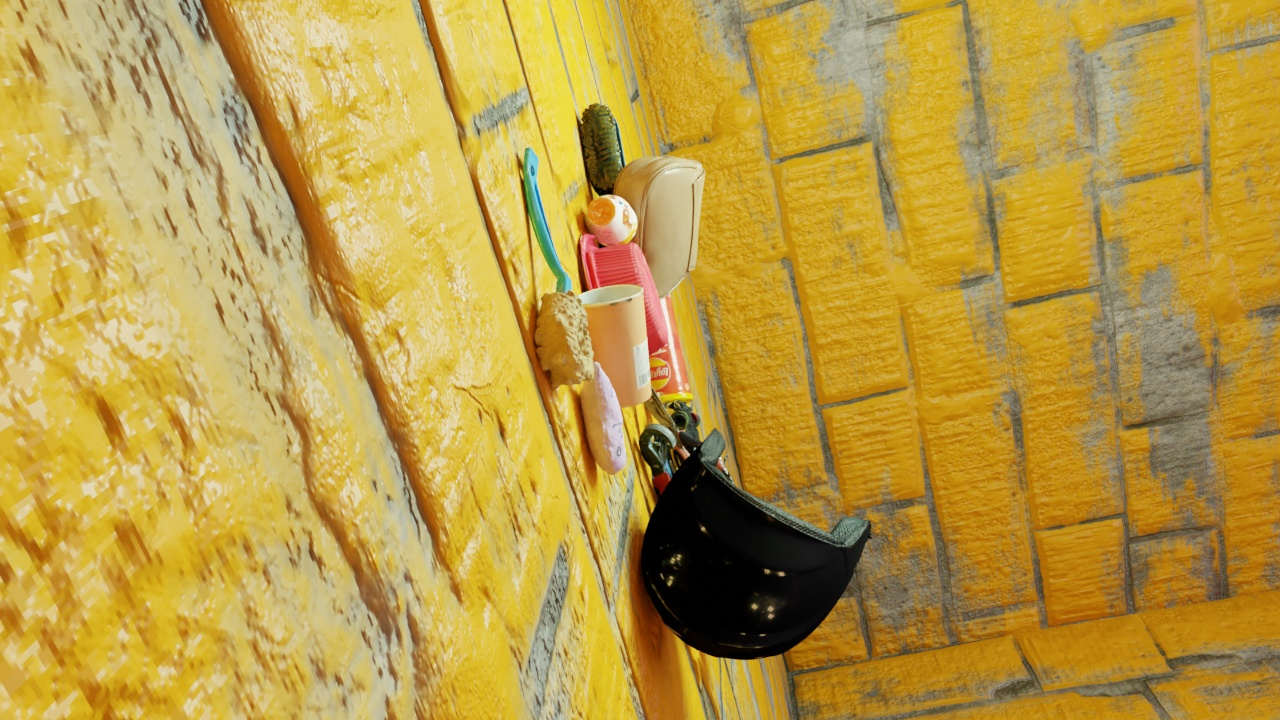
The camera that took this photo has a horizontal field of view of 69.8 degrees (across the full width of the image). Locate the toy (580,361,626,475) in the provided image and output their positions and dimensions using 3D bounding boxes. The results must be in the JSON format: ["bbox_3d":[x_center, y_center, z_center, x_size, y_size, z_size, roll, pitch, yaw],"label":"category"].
[{"bbox_3d":[-0.037,0.062,0.916,0.084,0.039,0.108,83,-5,-78],"label":"toy"}]

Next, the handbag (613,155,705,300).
[{"bbox_3d":[0.020,-0.193,1.306,0.147,0.100,0.205,-27,134,-39],"label":"handbag"}]

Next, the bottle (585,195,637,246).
[{"bbox_3d":[-0.040,-0.182,1.180,0.108,0.063,0.063,11,67,-82],"label":"bottle"}]

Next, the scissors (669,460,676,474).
[{"bbox_3d":[0.078,0.222,1.278,0.136,0.014,0.175,53,-20,45],"label":"scissors"}]

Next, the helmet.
[{"bbox_3d":[0.114,0.228,1.056,0.229,0.233,0.275,-53,163,-17],"label":"helmet"}]

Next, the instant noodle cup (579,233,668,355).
[{"bbox_3d":[-0.014,-0.074,1.145,0.193,0.066,0.194,-16,89,-83],"label":"instant noodle cup"}]

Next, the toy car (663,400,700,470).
[{"bbox_3d":[0.068,0.132,1.316,0.071,0.041,0.155,10,65,-70],"label":"toy car"}]

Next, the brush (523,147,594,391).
[{"bbox_3d":[-0.083,-0.087,0.844,0.083,0.046,0.254,51,24,-65],"label":"brush"}]

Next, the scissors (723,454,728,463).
[{"bbox_3d":[0.101,0.213,1.386,0.162,0.012,0.173,-74,-176,-74],"label":"scissors"}]

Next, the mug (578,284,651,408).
[{"bbox_3d":[-0.025,-0.014,1.000,0.078,0.078,0.123,-78,158,-72],"label":"mug"}]

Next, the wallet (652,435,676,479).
[{"bbox_3d":[0.050,0.183,1.345,0.106,0.040,0.133,-87,157,-53],"label":"wallet"}]

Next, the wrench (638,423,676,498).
[{"bbox_3d":[0.041,0.188,1.265,0.016,0.056,0.274,-50,141,-37],"label":"wrench"}]

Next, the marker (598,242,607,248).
[{"bbox_3d":[-0.042,-0.128,1.259,0.022,0.020,0.132,-8,87,-53],"label":"marker"}]

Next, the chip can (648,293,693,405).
[{"bbox_3d":[0.025,-0.035,1.399,0.073,0.073,0.216,48,29,-74],"label":"chip can"}]

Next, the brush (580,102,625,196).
[{"bbox_3d":[-0.050,-0.295,1.320,0.073,0.055,0.143,53,26,-71],"label":"brush"}]

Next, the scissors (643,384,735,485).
[{"bbox_3d":[0.057,0.108,1.226,0.216,0.015,0.196,22,-47,55],"label":"scissors"}]
